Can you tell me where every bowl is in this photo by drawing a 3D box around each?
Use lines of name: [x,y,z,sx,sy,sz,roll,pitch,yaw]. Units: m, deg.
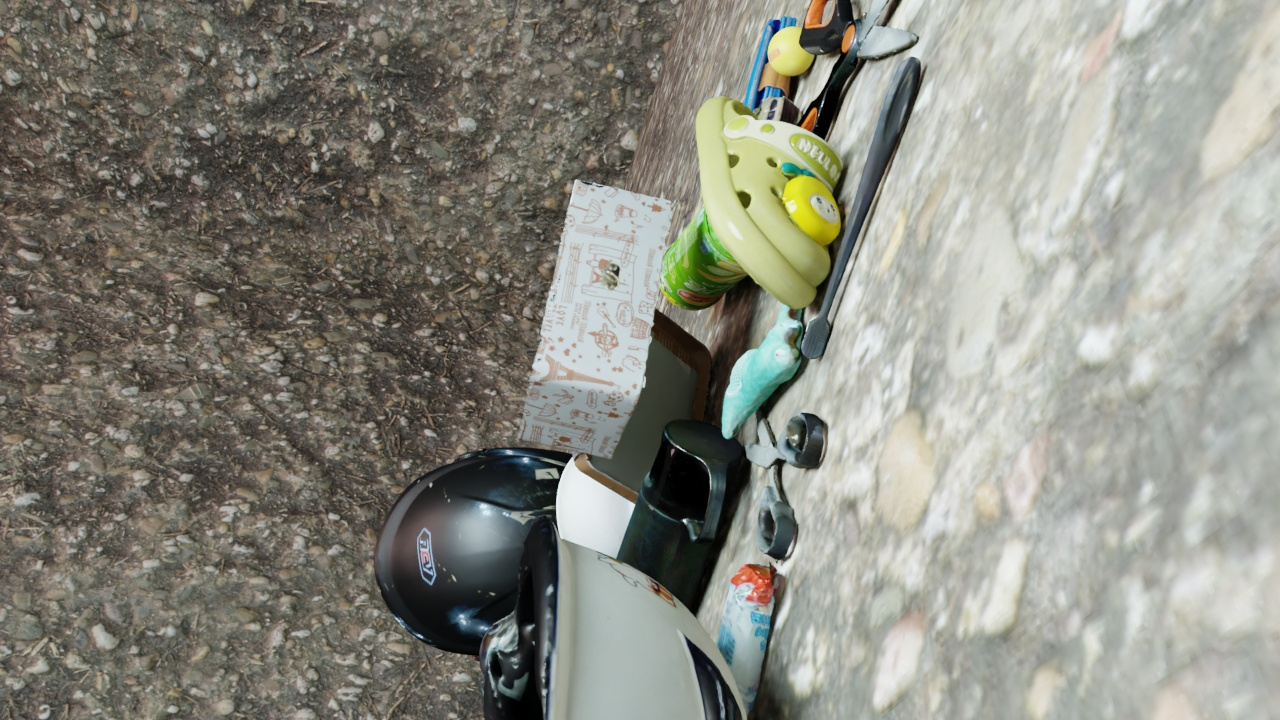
bowl: [-0.014,0.133,0.819,0.065,0.118,0.118,-11,54,33]

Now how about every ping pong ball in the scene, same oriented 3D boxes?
ping pong ball: [0.129,-0.265,0.786,0.040,0.040,0.040,-167,92,-83]

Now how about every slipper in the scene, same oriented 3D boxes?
slipper: [0.089,-0.123,0.611,0.082,0.091,0.190,-36,42,28]

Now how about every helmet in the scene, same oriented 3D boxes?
helmet: [-0.138,0.207,1.004,0.231,0.274,0.233,-24,71,48]
helmet: [-0.021,0.230,0.462,0.230,0.157,0.274,-154,82,-78]

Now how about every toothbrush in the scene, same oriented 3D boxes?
toothbrush: [0.127,-0.086,0.537,0.018,0.015,0.181,-68,-5,-72]

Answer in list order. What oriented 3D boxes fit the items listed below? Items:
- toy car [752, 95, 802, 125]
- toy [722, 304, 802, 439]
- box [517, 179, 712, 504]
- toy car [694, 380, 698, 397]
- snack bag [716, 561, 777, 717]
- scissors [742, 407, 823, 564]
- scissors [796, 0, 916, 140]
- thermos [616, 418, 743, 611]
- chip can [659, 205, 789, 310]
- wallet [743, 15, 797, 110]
toy car: [0.108,-0.179,0.762,0.035,0.042,0.090,-25,40,52]
toy: [0.087,-0.001,0.621,0.092,0.030,0.096,-47,21,59]
box: [-0.017,0.002,0.744,0.273,0.130,0.178,62,-148,-54]
toy car: [0.029,0.023,0.931,0.120,0.053,0.045,-127,51,-84]
snack bag: [0.057,0.163,0.520,0.045,0.026,0.105,170,114,-73]
scissors: [0.085,0.061,0.584,0.166,0.014,0.162,111,174,-51]
scissors: [0.147,-0.213,0.652,0.220,0.021,0.225,-94,18,-53]
thermos: [0.012,0.167,0.683,0.090,0.068,0.243,-103,27,-64]
chip can: [0.068,-0.096,0.789,0.221,0.072,0.072,142,142,-79]
wallet: [0.115,-0.240,0.859,0.106,0.040,0.133,98,-176,-74]
